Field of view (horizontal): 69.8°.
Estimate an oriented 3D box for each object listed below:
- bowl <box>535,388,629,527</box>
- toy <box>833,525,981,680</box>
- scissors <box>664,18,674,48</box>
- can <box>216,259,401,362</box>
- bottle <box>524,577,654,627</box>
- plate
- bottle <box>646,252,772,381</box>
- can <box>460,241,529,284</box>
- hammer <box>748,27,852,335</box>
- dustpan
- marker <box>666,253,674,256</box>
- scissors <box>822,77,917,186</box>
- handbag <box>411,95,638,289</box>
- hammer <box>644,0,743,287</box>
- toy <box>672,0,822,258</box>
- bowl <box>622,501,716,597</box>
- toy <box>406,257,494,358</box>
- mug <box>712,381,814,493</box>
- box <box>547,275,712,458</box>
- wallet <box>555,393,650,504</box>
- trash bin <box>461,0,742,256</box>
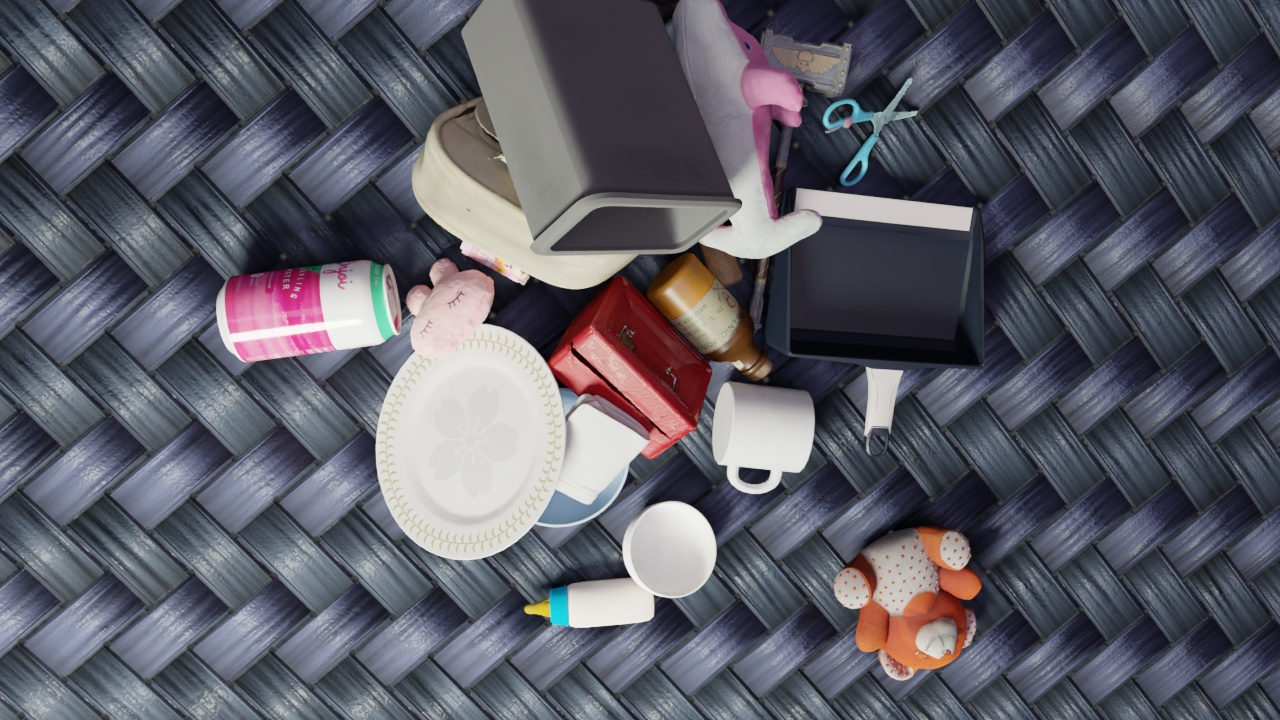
[{"bbox_3d":[-0.089,0.098,0.997,0.150,0.075,0.150,-1,99,-6],"label":"bowl"},{"bbox_3d":[0.320,0.287,1.068,0.163,0.093,0.172,-26,103,-3],"label":"toy"},{"bbox_3d":[0.022,-0.375,0.959,0.076,0.017,0.174,-25,101,-1],"label":"scissors"},{"bbox_3d":[-0.335,-0.052,0.936,0.166,0.088,0.088,-8,100,-5],"label":"can"},{"bbox_3d":[-0.059,0.277,1.044,0.146,0.051,0.051,-3,100,-6],"label":"bottle"},{"bbox_3d":[-0.177,0.083,0.950,0.243,0.016,0.242,-5,80,27],"label":"plate"},{"bbox_3d":[0.082,-0.039,0.990,0.068,0.068,0.157,-45,106,2],"label":"bottle"},{"bbox_3d":[-0.140,-0.125,0.957,0.076,0.067,0.067,28,95,-11],"label":"can"},{"bbox_3d":[0.148,-0.184,0.995,0.098,0.044,0.322,7,101,-8],"label":"hammer"},{"bbox_3d":[0.262,-0.037,0.995,0.236,0.080,0.273,4,104,-14],"label":"dustpan"},{"bbox_3d":[-0.025,-0.155,0.989,0.145,0.019,0.019,28,95,-10],"label":"marker"},{"bbox_3d":[0.248,-0.243,0.993,0.136,0.015,0.126,-12,125,-23],"label":"scissors"},{"bbox_3d":[-0.085,-0.179,0.894,0.229,0.132,0.183,43,54,-6],"label":"handbag"},{"bbox_3d":[0.041,-0.222,0.974,0.132,0.040,0.305,-20,104,0],"label":"hammer"},{"bbox_3d":[0.105,-0.236,0.915,0.127,0.187,0.266,-27,108,-42],"label":"toy"},{"bbox_3d":[0.029,0.212,1.032,0.104,0.054,0.104,3,80,-16],"label":"bowl"},{"bbox_3d":[-0.203,-0.058,0.951,0.108,0.105,0.053,-50,137,7],"label":"toy"},{"bbox_3d":[0.132,0.088,1.012,0.090,0.091,0.121,7,98,-8],"label":"mug"},{"bbox_3d":[-0.004,0.005,0.953,0.158,0.129,0.087,43,120,-12],"label":"box"},{"bbox_3d":[-0.053,0.090,0.930,0.086,0.032,0.116,36,118,-15],"label":"wallet"},{"bbox_3d":[-0.035,-0.212,0.817,0.191,0.098,0.219,-8,72,-43],"label":"trash bin"}]
